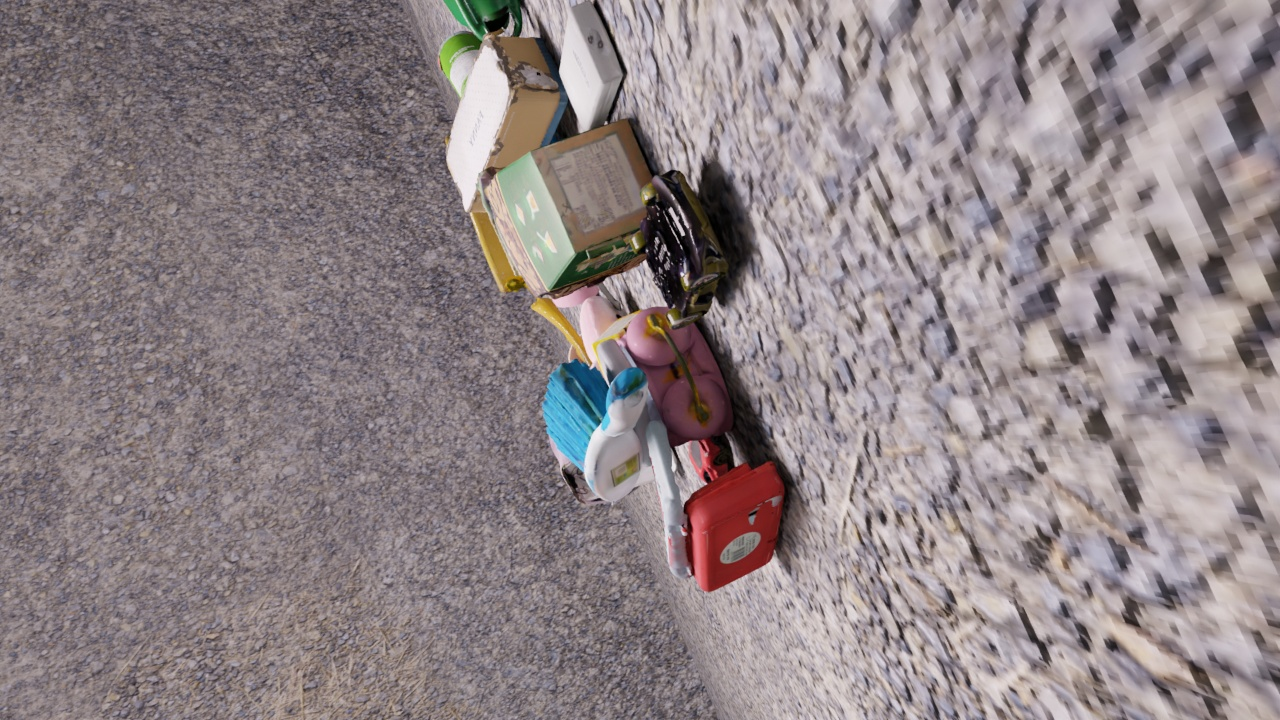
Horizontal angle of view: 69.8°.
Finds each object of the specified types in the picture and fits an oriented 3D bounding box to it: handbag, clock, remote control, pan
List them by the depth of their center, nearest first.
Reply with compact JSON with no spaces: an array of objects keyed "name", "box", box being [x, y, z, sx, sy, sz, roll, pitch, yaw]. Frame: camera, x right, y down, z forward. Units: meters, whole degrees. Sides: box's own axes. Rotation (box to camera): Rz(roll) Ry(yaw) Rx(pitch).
[{"name":"remote control","box":[-0.038,-0.209,0.667,0.135,0.019,0.056,171,75,-82]},{"name":"clock","box":[0.028,0.013,0.745,0.117,0.059,0.159,64,171,7]},{"name":"remote control","box":[-0.008,0.037,0.759,0.056,0.020,0.136,59,170,34]},{"name":"handbag","box":[-0.158,-0.365,0.882,0.120,0.068,0.131,62,175,-30]},{"name":"pan","box":[-0.131,-0.106,1.065,0.198,0.078,0.357,111,139,-83]},{"name":"handbag","box":[-0.045,0.116,1.250,0.197,0.145,0.098,-135,25,-73]}]

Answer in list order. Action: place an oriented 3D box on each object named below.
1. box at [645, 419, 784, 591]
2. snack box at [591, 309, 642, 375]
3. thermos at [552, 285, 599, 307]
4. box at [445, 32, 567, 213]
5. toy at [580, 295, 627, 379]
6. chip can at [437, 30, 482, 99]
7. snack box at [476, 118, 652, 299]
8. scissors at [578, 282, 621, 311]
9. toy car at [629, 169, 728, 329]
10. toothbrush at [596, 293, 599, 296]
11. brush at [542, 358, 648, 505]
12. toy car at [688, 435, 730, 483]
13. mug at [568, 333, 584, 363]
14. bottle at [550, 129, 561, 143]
[{"name":"box","box":[0.051,0.112,0.742,0.101,0.095,0.202,61,171,26]},{"name":"snack box","box":[-0.005,0.005,0.893,0.140,0.034,0.087,-58,-54,-77]},{"name":"thermos","box":[-0.111,-0.159,1.131,0.087,0.067,0.199,-79,-25,-54]},{"name":"box","box":[-0.134,-0.218,0.881,0.185,0.061,0.089,-53,53,52]},{"name":"toy","box":[-0.025,0.000,0.988,0.121,0.054,0.159,51,-157,-36]},{"name":"chip can","box":[-0.201,-0.351,1.178,0.236,0.072,0.072,-122,11,-47]},{"name":"snack box","box":[-0.042,-0.120,0.686,0.117,0.118,0.106,66,160,-1]},{"name":"scissors","box":[-0.090,-0.143,0.992,0.189,0.015,0.222,43,-163,-29]},{"name":"toy car","box":[0.027,-0.067,0.569,0.158,0.042,0.070,105,140,-80]},{"name":"toothbrush","box":[-0.087,-0.142,1.252,0.017,0.012,0.186,79,166,-84]},{"name":"brush","box":[-0.028,0.039,0.655,0.109,0.060,0.315,54,167,22]},{"name":"toy car","box":[0.065,0.095,0.856,0.106,0.031,0.049,72,172,-51]},{"name":"mug","box":[-0.028,0.024,1.148,0.114,0.081,0.106,32,162,18]},{"name":"bottle","box":[-0.126,-0.253,0.977,0.065,0.065,0.218,79,165,-61]}]
